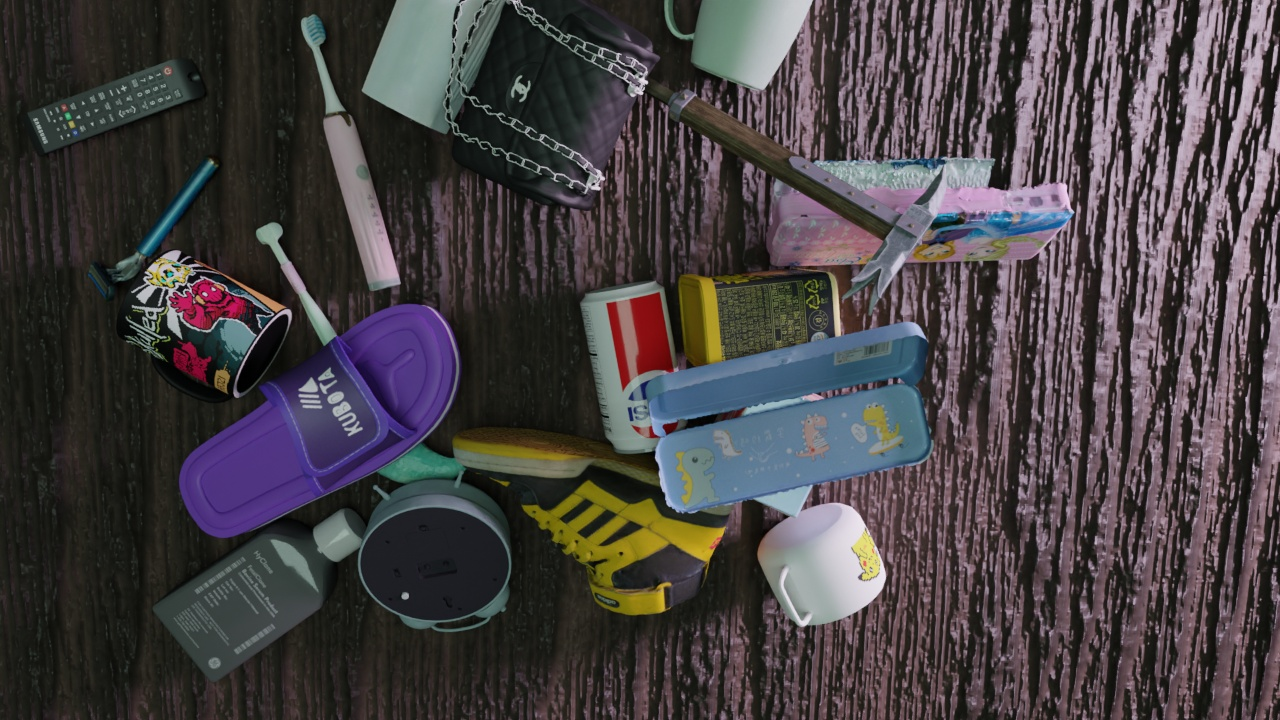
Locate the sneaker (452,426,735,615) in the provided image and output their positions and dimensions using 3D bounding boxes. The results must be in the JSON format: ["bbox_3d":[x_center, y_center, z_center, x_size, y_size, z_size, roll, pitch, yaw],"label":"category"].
[{"bbox_3d":[-0.046,0.133,0.762,0.238,0.086,0.122,13,95,-5],"label":"sneaker"}]

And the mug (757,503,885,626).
[{"bbox_3d":[0.145,0.173,0.763,0.095,0.115,0.068,-21,98,38],"label":"mug"}]

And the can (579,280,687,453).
[{"bbox_3d":[-0.004,0.004,0.755,0.070,0.070,0.132,-11,98,-1],"label":"can"}]

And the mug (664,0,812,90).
[{"bbox_3d":[0.073,-0.277,0.717,0.111,0.084,0.104,26,110,11],"label":"mug"}]

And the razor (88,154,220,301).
[{"bbox_3d":[-0.393,-0.111,0.750,0.144,0.022,0.042,-48,61,0],"label":"razor"}]

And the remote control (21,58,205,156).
[{"bbox_3d":[-0.424,-0.203,0.736,0.147,0.015,0.033,-20,98,1],"label":"remote control"}]

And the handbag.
[{"bbox_3d":[-0.070,-0.195,0.677,0.125,0.114,0.154,33,106,19],"label":"handbag"}]

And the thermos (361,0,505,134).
[{"bbox_3d":[-0.137,-0.290,0.701,0.099,0.099,0.220,28,100,-6],"label":"thermos"}]

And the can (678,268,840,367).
[{"bbox_3d":[0.090,-0.034,0.724,0.101,0.131,0.072,-6,98,-4],"label":"can"}]

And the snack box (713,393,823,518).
[{"bbox_3d":[0.105,0.062,0.755,0.079,0.094,0.093,24,97,-6],"label":"snack box"}]

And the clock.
[{"bbox_3d":[-0.167,0.169,0.770,0.122,0.045,0.159,-10,120,-1],"label":"clock"}]

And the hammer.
[{"bbox_3d":[0.079,-0.173,0.707,0.317,0.028,0.146,34,64,13],"label":"hammer"}]

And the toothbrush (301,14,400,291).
[{"bbox_3d":[-0.237,-0.166,0.743,0.027,0.027,0.222,-9,100,28],"label":"toothbrush"}]

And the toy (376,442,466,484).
[{"bbox_3d":[-0.197,0.058,0.772,0.085,0.033,0.105,-18,94,4],"label":"toy"}]

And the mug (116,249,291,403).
[{"bbox_3d":[-0.353,-0.016,0.740,0.098,0.081,0.118,29,123,-6],"label":"mug"}]

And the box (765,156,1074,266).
[{"bbox_3d":[0.218,-0.124,0.747,0.230,0.085,0.070,-2,70,-2],"label":"box"}]

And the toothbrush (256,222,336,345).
[{"bbox_3d":[-0.273,-0.043,0.765,0.022,0.015,0.155,-27,99,3],"label":"toothbrush"}]

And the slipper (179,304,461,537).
[{"bbox_3d":[-0.265,0.055,0.721,0.267,0.084,0.107,-32,84,10],"label":"slipper"}]

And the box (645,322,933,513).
[{"bbox_3d":[0.111,0.041,0.685,0.209,0.043,0.125,-12,118,0],"label":"box"}]

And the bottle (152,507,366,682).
[{"bbox_3d":[-0.312,0.187,0.779,0.174,0.046,0.084,-34,98,3],"label":"bottle"}]
